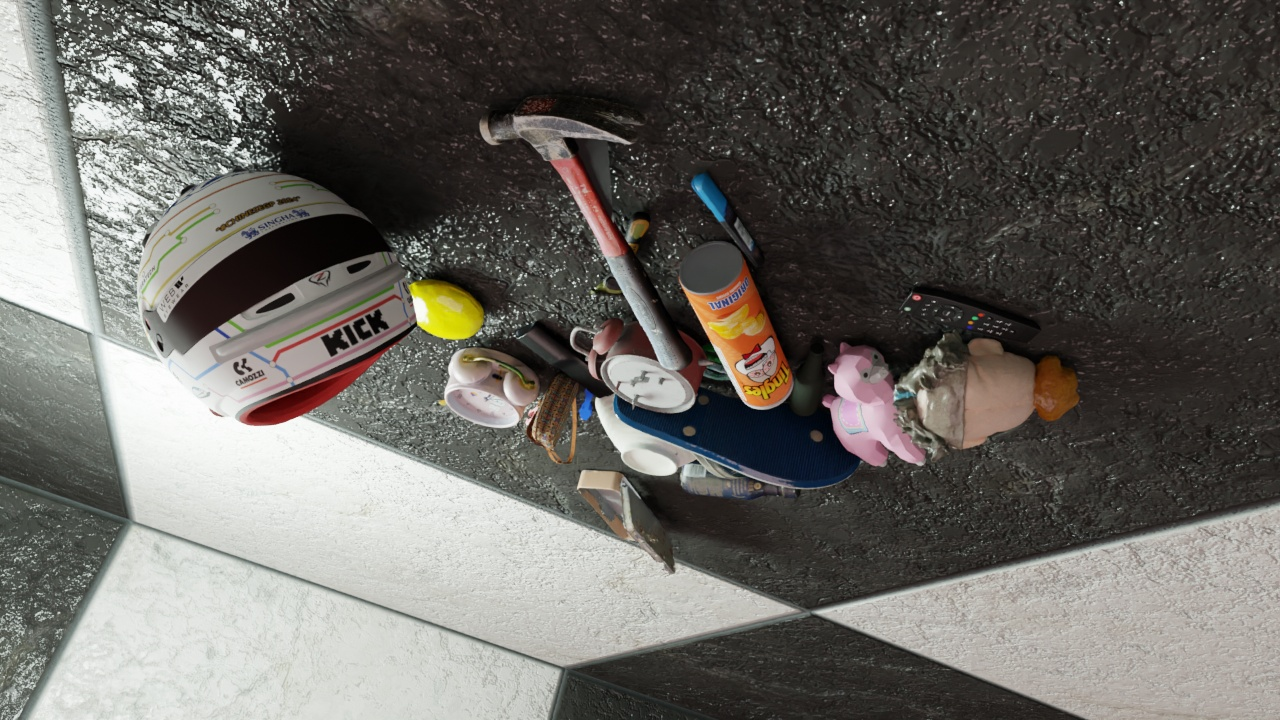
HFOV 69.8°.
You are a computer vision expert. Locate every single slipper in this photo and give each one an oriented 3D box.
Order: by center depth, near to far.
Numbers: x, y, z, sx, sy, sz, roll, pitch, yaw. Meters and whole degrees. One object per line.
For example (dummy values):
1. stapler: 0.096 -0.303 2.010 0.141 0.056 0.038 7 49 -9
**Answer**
1. slipper: 0.108 0.090 1.074 0.295 0.118 0.060 16 138 7

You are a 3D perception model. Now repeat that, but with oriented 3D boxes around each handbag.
1. handbag: -0.108 0.090 1.210 0.043 0.093 0.196 17 156 10

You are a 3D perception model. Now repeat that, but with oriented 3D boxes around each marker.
1. marker: 0.079 -0.123 0.814 0.015 0.018 0.123 -1 148 37

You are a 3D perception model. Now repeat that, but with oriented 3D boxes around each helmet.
1. helmet: -0.365 -0.070 0.901 0.315 0.230 0.236 -24 97 57

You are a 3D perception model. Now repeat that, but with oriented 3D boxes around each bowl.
1. bowl: 0.019 0.101 1.179 0.177 0.070 0.178 11 150 6

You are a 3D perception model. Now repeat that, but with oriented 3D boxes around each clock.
1. clock: -0.005 0.006 1.018 0.157 0.061 0.110 22 150 1
2. clock: -0.189 0.031 1.169 0.116 0.058 0.158 22 150 -13

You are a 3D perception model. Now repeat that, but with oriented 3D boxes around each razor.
1. razor: -0.014 -0.100 0.895 0.044 0.021 0.144 4 154 -13

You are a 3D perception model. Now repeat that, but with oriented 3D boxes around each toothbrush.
1. toothbrush: -0.061 0.027 1.156 0.016 0.011 0.187 15 148 0

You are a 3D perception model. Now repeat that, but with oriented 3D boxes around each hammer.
1. hammer: -0.013 -0.102 0.839 0.141 0.036 0.326 2 141 30

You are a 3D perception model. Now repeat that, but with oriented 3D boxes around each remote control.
1. remote control: 0.307 -0.042 0.853 0.125 0.010 0.039 16 151 0
2. remote control: -0.087 0.004 1.102 0.140 0.021 0.046 38 146 -26

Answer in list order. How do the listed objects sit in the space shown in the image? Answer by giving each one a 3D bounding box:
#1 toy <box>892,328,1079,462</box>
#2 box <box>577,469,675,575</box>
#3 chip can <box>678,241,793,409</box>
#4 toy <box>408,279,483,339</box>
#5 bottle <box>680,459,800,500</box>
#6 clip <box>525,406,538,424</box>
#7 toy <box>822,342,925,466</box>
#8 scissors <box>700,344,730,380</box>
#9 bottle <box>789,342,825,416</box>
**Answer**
1. toy: 0.337 0.029 0.902 0.176 0.076 0.133 -1 120 6
2. box: -0.019 0.263 1.457 0.121 0.094 0.217 4 149 26
3. chip can: 0.100 -0.029 0.921 0.062 0.062 0.210 1 148 25
4. toy: -0.225 -0.059 1.050 0.095 0.041 0.094 12 146 8
5. bottle: 0.136 0.159 1.239 0.161 0.056 0.056 3 149 22
6. clip: -0.140 0.079 1.252 0.022 0.039 0.059 23 154 -20
7. toy: 0.246 0.047 0.979 0.157 0.067 0.123 43 155 -19
8. scissors: 0.049 -0.003 1.047 0.132 0.013 0.078 10 152 16
9. bottle: 0.184 0.019 0.997 0.033 0.033 0.123 10 150 9
